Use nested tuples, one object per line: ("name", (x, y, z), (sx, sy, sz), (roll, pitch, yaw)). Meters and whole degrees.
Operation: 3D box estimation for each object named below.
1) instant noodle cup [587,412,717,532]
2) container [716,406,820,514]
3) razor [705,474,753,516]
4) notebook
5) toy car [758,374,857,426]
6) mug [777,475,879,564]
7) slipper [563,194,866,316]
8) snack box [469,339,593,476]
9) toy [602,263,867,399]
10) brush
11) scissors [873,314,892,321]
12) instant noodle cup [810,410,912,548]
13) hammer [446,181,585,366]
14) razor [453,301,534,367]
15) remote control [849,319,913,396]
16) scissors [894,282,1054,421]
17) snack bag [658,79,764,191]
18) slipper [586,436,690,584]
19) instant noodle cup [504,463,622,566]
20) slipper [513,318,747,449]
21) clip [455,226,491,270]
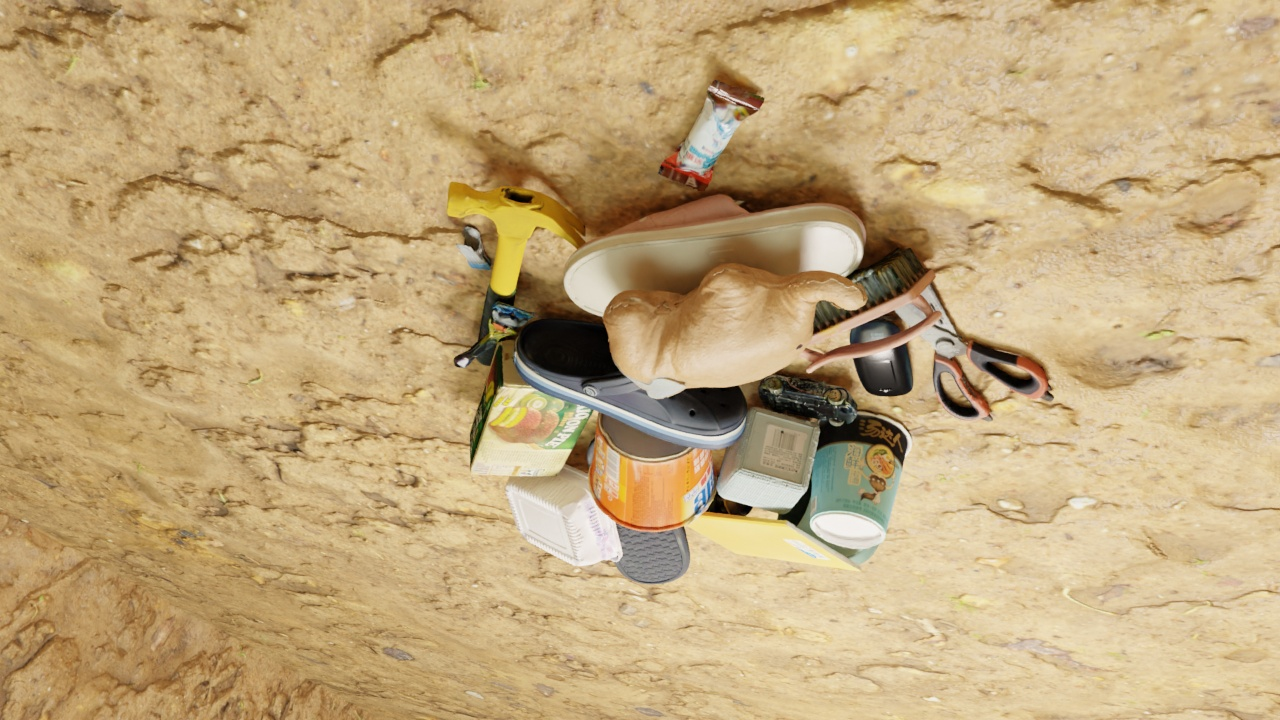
("instant noodle cup", (0.014, 0.100, 1.028), (0.151, 0.151, 0.112), (10, 137, 11))
("container", (0.140, 0.108, 0.998), (0.090, 0.089, 0.111), (15, 163, 3))
("razor", (0.135, 0.148, 1.125), (0.067, 0.062, 0.168), (52, 137, 5))
("notebook", (0.144, 0.217, 1.115), (0.146, 0.010, 0.207), (34, 156, -32))
("toy car", (0.176, 0.039, 0.961), (0.106, 0.031, 0.049), (12, 150, 20))
("mug", (0.238, 0.186, 1.104), (0.106, 0.082, 0.112), (24, 128, -9))
("slipper", (0.059, -0.094, 0.806), (0.275, 0.054, 0.114), (-9, 141, 23))
("snack box", (-0.129, 0.064, 1.076), (0.114, 0.063, 0.241), (4, 149, -17))
("toy", (0.082, -0.030, 0.774), (0.226, 0.082, 0.143), (-13, 153, 22))
("brush", (0.187, -0.037, 0.805), (0.146, 0.063, 0.073), (-28, 96, 42))
("scissors", (0.120, -0.048, 0.873), (0.235, 0.021, 0.125), (-13, 136, 37))
("instant noodle cup", (0.233, 0.133, 0.991), (0.111, 0.120, 0.111), (12, 146, 8))
("hammer", (-0.138, -0.075, 0.924), (0.128, 0.032, 0.302), (7, 151, -12))
("razor", (-0.164, -0.020, 0.968), (0.042, 0.022, 0.143), (19, 147, -29))
("remote control", (0.233, 0.006, 0.886), (0.053, 0.024, 0.136), (-3, 147, 22))
("scissors", (0.303, -0.008, 0.857), (0.214, 0.015, 0.197), (15, 146, 6))
("snack bag", (0.054, -0.175, 0.721), (0.048, 0.026, 0.104), (15, 148, -19))
("slipper", (0.005, 0.186, 1.216), (0.111, 0.083, 0.268), (-4, 123, 19))
("instant noodle cup", (-0.111, 0.202, 1.214), (0.174, 0.060, 0.138), (15, 128, 42))
("slipper", (-0.006, 0.005, 0.939), (0.253, 0.104, 0.095), (18, 141, 4))
("clip", (-0.167, -0.111, 0.921), (0.024, 0.028, 0.057), (10, 154, 15))
